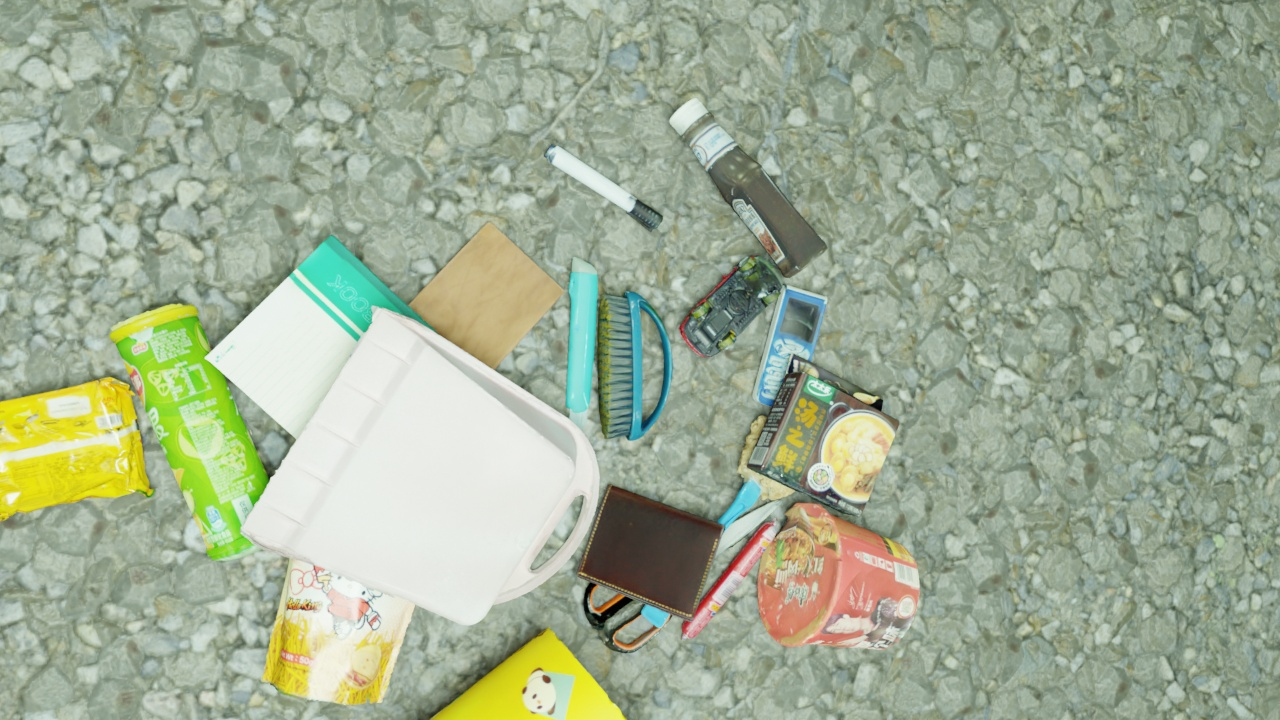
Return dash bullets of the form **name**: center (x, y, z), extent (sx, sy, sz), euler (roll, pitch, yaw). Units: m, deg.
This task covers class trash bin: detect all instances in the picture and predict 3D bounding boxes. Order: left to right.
- **trash bin**: center (-0.116, 0.387, 0.787), extent (0.255, 0.230, 0.229), euler (-40, 99, -15)

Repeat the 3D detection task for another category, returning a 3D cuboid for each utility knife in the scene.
- **utility knife**: center (-0.059, -0.014, 0.892), extent (0.029, 0.013, 0.171), euler (3, 94, -10)

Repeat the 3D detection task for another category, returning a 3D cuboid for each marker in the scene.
- **marker**: center (-0.036, -0.167, 0.892), extent (0.130, 0.018, 0.022), euler (31, 94, -12)

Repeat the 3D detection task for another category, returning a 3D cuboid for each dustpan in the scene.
- **dustpan**: center (-0.169, 0.112, 0.813), extent (0.273, 0.139, 0.222), euler (36, 91, -7)

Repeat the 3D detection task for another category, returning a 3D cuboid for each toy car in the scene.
- **toy car**: center (0.088, -0.054, 0.907), extent (0.120, 0.045, 0.053), euler (-43, 101, -16)

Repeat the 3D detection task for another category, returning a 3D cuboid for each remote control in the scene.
- **remote control**: center (0.151, -0.012, 0.932), extent (0.049, 0.024, 0.125), euler (16, 89, -12)

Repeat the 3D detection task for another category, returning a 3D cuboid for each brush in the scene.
- **brush**: center (-0.005, 0.005, 0.881), extent (0.073, 0.055, 0.144), euler (-2, 91, -12)
- **brush**: center (0.089, 0.155, 0.905), extent (0.083, 0.046, 0.254), euler (42, 80, -8)

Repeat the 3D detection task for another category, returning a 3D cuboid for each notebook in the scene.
- **notebook**: center (-0.242, 0.017, 0.797), extent (0.209, 0.012, 0.150), euler (45, 85, -10)

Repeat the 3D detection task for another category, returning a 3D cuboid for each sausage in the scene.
- **sausage**: center (0.090, 0.220, 0.920), extent (0.020, 0.020, 0.156), euler (39, 88, -10)

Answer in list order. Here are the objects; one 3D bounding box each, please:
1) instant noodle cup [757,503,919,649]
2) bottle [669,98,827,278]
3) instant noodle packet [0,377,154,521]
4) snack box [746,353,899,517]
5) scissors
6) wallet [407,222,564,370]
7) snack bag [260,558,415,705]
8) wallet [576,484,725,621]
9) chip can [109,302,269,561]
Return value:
- **instant noodle cup**: center (0.195, 0.219, 0.894), extent (0.108, 0.138, 0.138), euler (18, 87, -20)
- **bottle**: center (0.102, -0.168, 0.891), extent (0.044, 0.080, 0.195), euler (-39, 90, -5)
- **instant noodle packet**: center (-0.490, 0.074, 0.782), extent (0.128, 0.044, 0.111), euler (-9, 99, -9)
- **snack box**: center (0.179, 0.071, 0.888), extent (0.113, 0.053, 0.125), euler (26, 82, -11)
- **scissors**: center (0.042, 0.191, 0.912), extent (0.125, 0.022, 0.234), euler (40, 83, -10)
- **wallet**: center (-0.145, -0.057, 0.869), extent (0.101, 0.020, 0.115), euler (44, 79, -9)
- **snack bag**: center (-0.259, 0.198, 0.832), extent (0.128, 0.073, 0.207), euler (17, 80, -12)
- **wallet**: center (0.009, 0.183, 0.879), extent (0.122, 0.020, 0.096), euler (18, 84, 14)
- **chip can**: center (-0.377, 0.064, 0.792), extent (0.072, 0.072, 0.221), euler (-22, 95, -11)
